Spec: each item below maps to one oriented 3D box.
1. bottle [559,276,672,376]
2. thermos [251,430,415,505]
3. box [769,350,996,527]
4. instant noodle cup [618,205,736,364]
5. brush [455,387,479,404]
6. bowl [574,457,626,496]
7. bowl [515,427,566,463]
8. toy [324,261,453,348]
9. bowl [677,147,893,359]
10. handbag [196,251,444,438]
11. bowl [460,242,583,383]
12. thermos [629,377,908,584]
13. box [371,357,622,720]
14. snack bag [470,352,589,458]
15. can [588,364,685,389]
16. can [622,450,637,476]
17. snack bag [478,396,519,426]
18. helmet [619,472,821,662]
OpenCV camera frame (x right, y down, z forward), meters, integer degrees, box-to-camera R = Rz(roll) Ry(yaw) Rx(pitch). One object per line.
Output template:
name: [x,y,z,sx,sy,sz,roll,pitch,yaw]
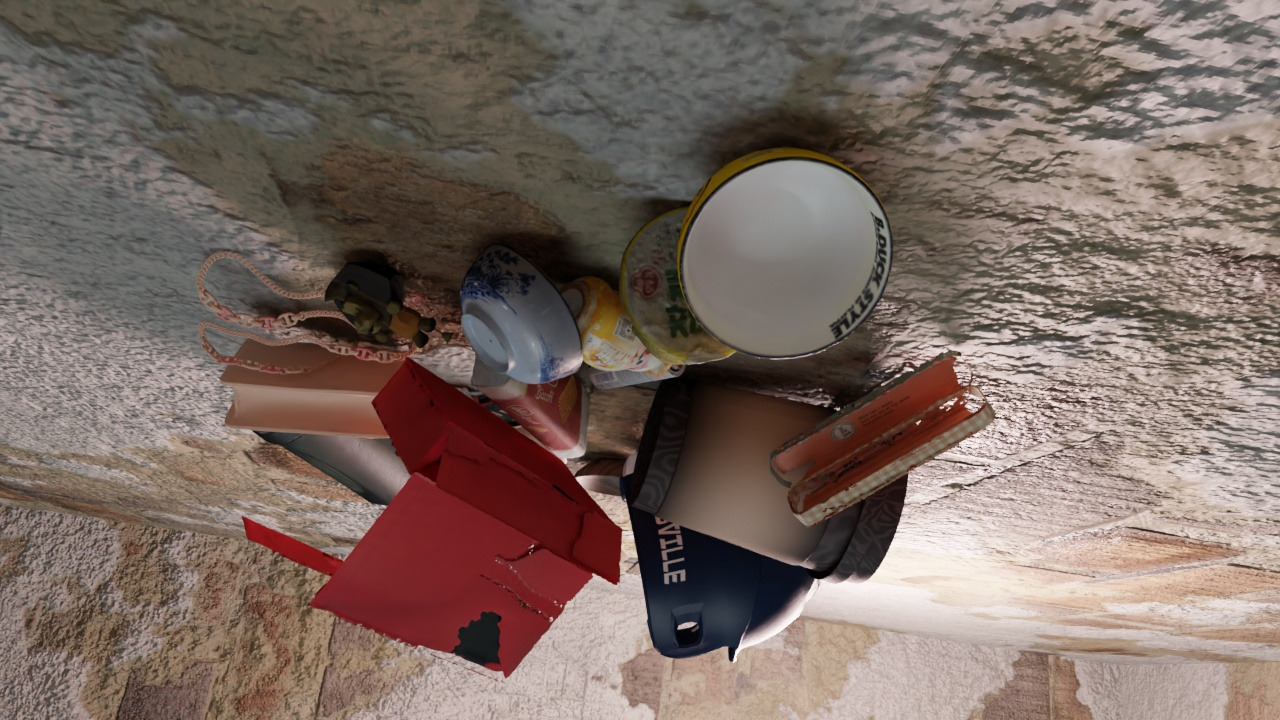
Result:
bottle: [-0.019,-0.021,0.714,0.063,0.063,0.109,-11,151,41]
thermos: [-0.338,0.082,1.009,0.098,0.098,0.221,-3,143,27]
box: [0.196,0.066,0.755,0.187,0.078,0.054,-34,167,16]
instant noodle cup: [0.033,-0.038,0.616,0.102,0.102,0.108,8,169,-2]
brush: [-0.258,0.047,1.028,0.173,0.040,0.030,-1,141,27]
bowl: [-0.032,0.155,1.239,0.119,0.032,0.119,7,160,2]
bowl: [-0.142,0.106,1.088,0.105,0.054,0.105,-12,176,-1]
toy: [-0.197,-0.038,0.725,0.100,0.062,0.076,30,137,-8]
bowl: [0.077,-0.067,0.523,0.117,0.067,0.117,-1,117,-2]
handbag: [-0.280,-0.027,0.837,0.198,0.116,0.187,5,119,-9]
bowl: [-0.097,-0.025,0.668,0.114,0.045,0.114,36,148,27]
thermos: [0.116,0.107,0.881,0.226,0.172,0.173,16,159,-5]
box: [-0.101,0.179,0.703,0.108,0.409,0.211,-35,132,18]
snack bag: [-0.095,0.025,0.846,0.041,0.077,0.225,-3,158,11]
can: [-0.005,0.005,0.823,0.095,0.032,0.032,-11,153,41]
can: [0.029,0.150,1.174,0.096,0.054,0.054,22,155,-35]
snack bag: [-0.182,0.065,1.069,0.156,0.018,0.074,-11,154,43]
helmet: [0.103,0.222,1.064,0.223,0.232,0.273,-10,142,-5]
